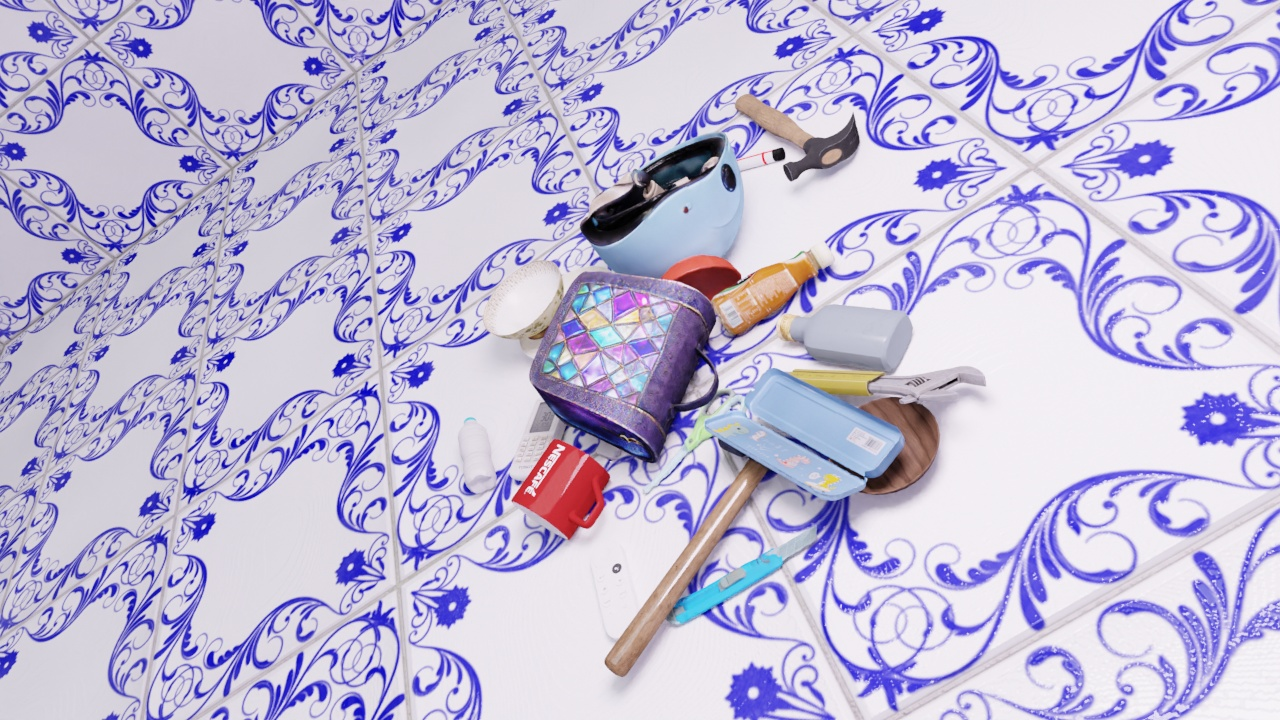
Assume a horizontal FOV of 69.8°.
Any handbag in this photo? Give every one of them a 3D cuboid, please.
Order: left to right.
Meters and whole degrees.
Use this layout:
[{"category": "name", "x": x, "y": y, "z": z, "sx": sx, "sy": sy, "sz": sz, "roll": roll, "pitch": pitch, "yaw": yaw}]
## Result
[{"category": "handbag", "x": -0.007, "y": 0.007, "z": 1.173, "sx": 0.222, "sy": 0.125, "sz": 0.204, "roll": 16, "pitch": 69, "yaw": 21}]

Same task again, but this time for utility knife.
[{"category": "utility knife", "x": 0.107, "y": 0.232, "z": 0.988, "sx": 0.198, "sy": 0.015, "sz": 0.031, "roll": -32, "pitch": 43, "yaw": 9}]

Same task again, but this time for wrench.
[{"category": "wrench", "x": 0.251, "y": 0.024, "z": 1.026, "sx": 0.083, "sy": 0.018, "sz": 0.274, "roll": -28, "pitch": 18, "yaw": -34}]

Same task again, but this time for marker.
[{"category": "marker", "x": 0.157, "y": -0.307, "z": 1.436, "sx": 0.146, "sy": 0.019, "sz": 0.019, "roll": -8, "pitch": 49, "yaw": 33}]

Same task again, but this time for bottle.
[{"category": "bottle", "x": -0.240, "y": 0.133, "z": 1.333, "sx": 0.044, "sy": 0.044, "sz": 0.136, "roll": -34, "pitch": 40, "yaw": 9}, {"category": "bottle", "x": 0.175, "y": -0.099, "z": 1.200, "sx": 0.167, "sy": 0.059, "sz": 0.059, "roll": -32, "pitch": 40, "yaw": 11}, {"category": "bottle", "x": 0.237, "y": -0.032, "z": 1.099, "sx": 0.161, "sy": 0.046, "sz": 0.072, "roll": 10, "pitch": 61, "yaw": 44}]

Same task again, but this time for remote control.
[{"category": "remote control", "x": -0.138, "y": 0.107, "z": 1.289, "sx": 0.060, "sy": 0.025, "sz": 0.138, "roll": -8, "pitch": 50, "yaw": 34}, {"category": "remote control", "x": -0.030, "y": 0.265, "z": 1.068, "sx": 0.043, "sy": 0.013, "sz": 0.136, "roll": -32, "pitch": 40, "yaw": 11}, {"category": "remote control", "x": -0.014, "y": 0.075, "z": 1.230, "sx": 0.033, "sy": 0.012, "sz": 0.130, "roll": 14, "pitch": 64, "yaw": 42}]

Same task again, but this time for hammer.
[{"category": "hammer", "x": 0.066, "y": 0.208, "z": 1.012, "sx": 0.129, "sy": 0.040, "sz": 0.321, "roll": 20, "pitch": 65, "yaw": 45}, {"category": "hammer", "x": 0.223, "y": -0.360, "z": 1.406, "sx": 0.132, "sy": 0.040, "sz": 0.305, "roll": -27, "pitch": 35, "yaw": -3}]

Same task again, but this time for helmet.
[{"category": "helmet", "x": 0.047, "y": -0.210, "z": 1.318, "sx": 0.226, "sy": 0.167, "sz": 0.264, "roll": -4, "pitch": 43, "yaw": 44}]

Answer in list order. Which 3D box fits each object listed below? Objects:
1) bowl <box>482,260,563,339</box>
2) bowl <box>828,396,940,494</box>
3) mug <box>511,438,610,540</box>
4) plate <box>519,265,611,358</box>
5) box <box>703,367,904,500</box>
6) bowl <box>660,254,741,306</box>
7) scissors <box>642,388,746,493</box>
[{"category": "bowl", "x": -0.163, "y": -0.078, "z": 1.394, "sx": 0.145, "sy": 0.063, "sz": 0.145, "roll": -23, "pitch": 43, "yaw": 23}, {"category": "bowl", "x": 0.262, "y": 0.096, "z": 0.973, "sx": 0.119, "sy": 0.032, "sz": 0.119, "roll": -22, "pitch": 43, "yaw": 22}, {"category": "mug", "x": -0.089, "y": 0.167, "z": 1.155, "sx": 0.116, "sy": 0.080, "sz": 0.096, "roll": 20, "pitch": 68, "yaw": 40}, {"category": "plate", "x": -0.104, "y": -0.066, "z": 1.414, "sx": 0.183, "sy": 0.034, "sz": 0.182, "roll": -22, "pitch": 43, "yaw": 22}, {"category": "box", "x": 0.174, "y": 0.083, "z": 1.002, "sx": 0.126, "sy": 0.039, "sz": 0.209, "roll": -37, "pitch": 36, "yaw": -19}, {"category": "bowl", "x": 0.073, "y": -0.105, "z": 1.236, "sx": 0.122, "sy": 0.122, "sz": 0.035, "roll": -26, "pitch": 63, "yaw": 17}, {"category": "scissors", "x": 0.064, "y": 0.103, "z": 1.144, "sx": 0.174, "sy": 0.033, "sz": 0.065, "roll": -44, "pitch": 43, "yaw": -8}]
